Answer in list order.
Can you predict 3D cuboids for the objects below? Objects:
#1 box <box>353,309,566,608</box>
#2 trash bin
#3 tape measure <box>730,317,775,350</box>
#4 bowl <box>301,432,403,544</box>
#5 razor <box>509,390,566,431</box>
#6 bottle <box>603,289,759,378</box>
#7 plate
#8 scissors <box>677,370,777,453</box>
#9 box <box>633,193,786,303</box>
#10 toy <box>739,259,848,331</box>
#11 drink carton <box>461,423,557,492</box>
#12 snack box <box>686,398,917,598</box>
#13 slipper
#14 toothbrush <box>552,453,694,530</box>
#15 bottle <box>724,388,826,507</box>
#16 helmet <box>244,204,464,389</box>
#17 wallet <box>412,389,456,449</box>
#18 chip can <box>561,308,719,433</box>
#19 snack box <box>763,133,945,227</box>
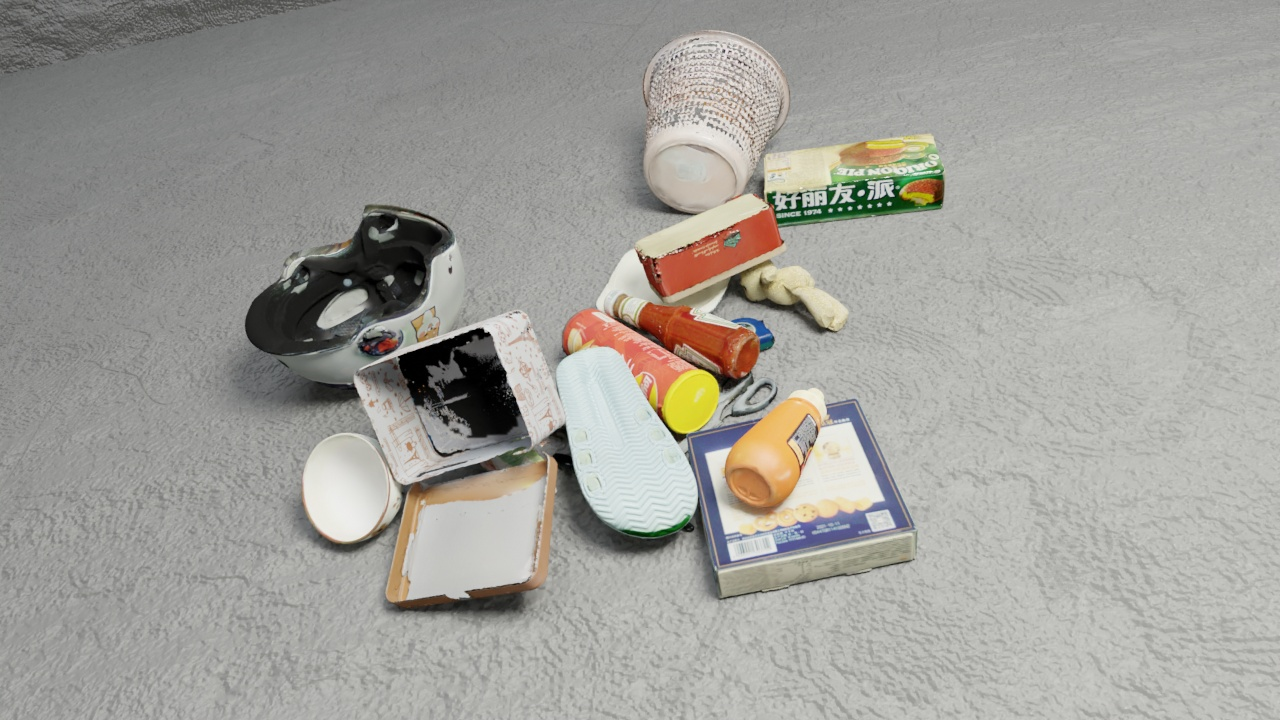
[{"bbox_3d":[-0.170,0.096,0.893,0.179,0.126,0.273,-16,76,26],"label":"box"},{"bbox_3d":[0.095,-0.332,1.346,0.228,0.228,0.191,2,53,19],"label":"trash bin"},{"bbox_3d":[0.124,-0.027,1.087,0.058,0.025,0.054,-16,36,-9],"label":"tape measure"},{"bbox_3d":[-0.293,0.133,0.967,0.114,0.113,0.062,5,-1,22],"label":"bowl"},{"bbox_3d":[-0.070,0.057,1.014,0.168,0.068,0.062,12,39,20],"label":"razor"},{"bbox_3d":[0.041,-0.037,1.067,0.206,0.060,0.059,24,51,35],"label":"bottle"},{"bbox_3d":[0.036,-0.092,1.186,0.164,0.034,0.163,4,41,21],"label":"plate"},{"bbox_3d":[0.083,0.069,0.989,0.136,0.014,0.174,-2,39,16],"label":"scissors"},{"bbox_3d":[0.081,-0.147,1.124,0.168,0.079,0.091,-24,26,-5],"label":"box"},{"bbox_3d":[0.183,-0.083,1.117,0.105,0.066,0.157,-2,28,-44],"label":"toy"},{"bbox_3d":[-0.143,0.105,0.978,0.045,0.053,0.122,-33,42,-20],"label":"drink carton"},{"bbox_3d":[0.145,0.125,0.873,0.178,0.046,0.182,-12,38,2],"label":"snack box"},{"bbox_3d":[-0.023,0.084,0.932,0.104,0.074,0.245,-21,48,-7],"label":"slipper"},{"bbox_3d":[-0.021,0.135,0.941,0.190,0.016,0.014,23,41,34],"label":"toothbrush"},{"bbox_3d":[0.135,0.072,0.859,0.067,0.067,0.149,14,39,30],"label":"bottle"},{"bbox_3d":[-0.338,-0.061,1.164,0.273,0.157,0.230,-44,49,-19],"label":"helmet"},{"bbox_3d":[-0.240,0.061,1.068,0.133,0.040,0.106,-21,41,3],"label":"wallet"},{"bbox_3d":[-0.006,0.006,1.037,0.073,0.073,0.217,-32,39,-22],"label":"chip can"},{"bbox_3d":[0.295,-0.254,1.288,0.240,0.063,0.114,-5,39,10],"label":"snack box"}]
